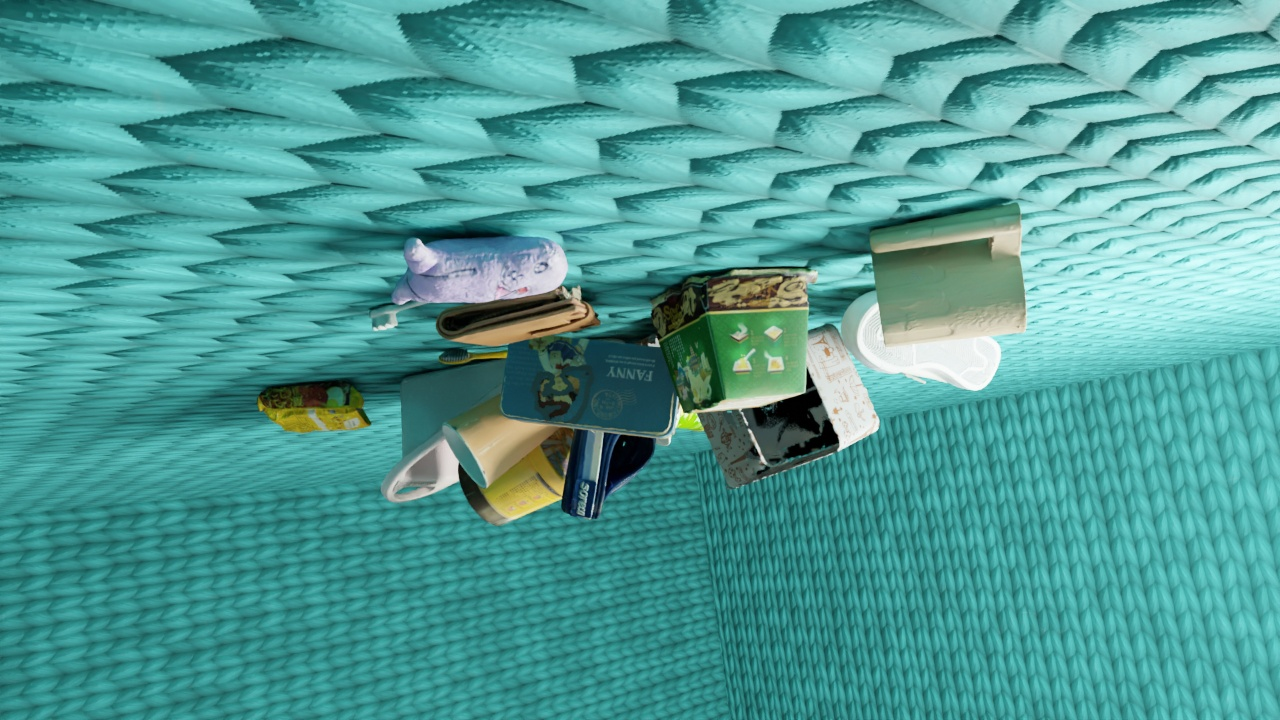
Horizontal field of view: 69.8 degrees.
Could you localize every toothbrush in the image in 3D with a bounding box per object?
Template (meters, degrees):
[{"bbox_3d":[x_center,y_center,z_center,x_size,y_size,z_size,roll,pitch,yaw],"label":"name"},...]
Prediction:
[{"bbox_3d":[-0.132,-0.047,0.668,0.180,0.016,0.016,-13,176,30],"label":"toothbrush"},{"bbox_3d":[-0.107,-0.011,0.931,0.191,0.016,0.018,-5,162,-14],"label":"toothbrush"}]

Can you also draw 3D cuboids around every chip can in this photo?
[{"bbox_3d":[0.056,0.070,1.398,0.073,0.072,0.221,-11,170,20],"label":"chip can"}]

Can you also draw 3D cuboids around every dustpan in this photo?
[{"bbox_3d":[-0.168,0.082,1.076,0.274,0.138,0.222,-9,170,14],"label":"dustpan"}]

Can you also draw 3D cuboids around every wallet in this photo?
[{"bbox_3d":[-0.091,-0.032,0.723,0.108,0.031,0.132,-10,178,4],"label":"wallet"}]

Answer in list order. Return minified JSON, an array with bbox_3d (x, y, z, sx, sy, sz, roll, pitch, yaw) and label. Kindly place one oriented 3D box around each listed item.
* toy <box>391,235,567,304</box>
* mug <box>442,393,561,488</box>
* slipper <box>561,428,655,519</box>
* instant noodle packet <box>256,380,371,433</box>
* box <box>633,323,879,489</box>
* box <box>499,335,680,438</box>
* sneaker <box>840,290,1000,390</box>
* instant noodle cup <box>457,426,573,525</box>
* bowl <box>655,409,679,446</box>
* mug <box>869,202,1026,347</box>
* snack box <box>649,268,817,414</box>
[{"bbox_3d":[-0.096,-0.057,0.563,0.108,0.039,0.084,-3,164,-19],"label":"toy"},{"bbox_3d":[-0.131,0.066,0.944,0.122,0.078,0.078,-33,-178,-24],"label":"mug"},{"bbox_3d":[-0.029,0.082,0.997,0.095,0.105,0.252,14,-155,-1],"label":"slipper"},{"bbox_3d":[-0.366,0.055,1.042,0.110,0.044,0.129,1,166,-11],"label":"instant noodle packet"},{"bbox_3d":[0.111,0.049,0.964,0.226,0.156,0.181,2,160,-41],"label":"box"},{"bbox_3d":[-0.039,0.026,0.876,0.184,0.089,0.059,4,172,10],"label":"box"},{"bbox_3d":[0.274,-0.028,0.953,0.242,0.089,0.091,15,-171,-40],"label":"sneaker"},{"bbox_3d":[-0.134,0.122,1.044,0.115,0.118,0.118,-31,165,15],"label":"instant noodle cup"},{"bbox_3d":[0.014,0.049,1.209,0.064,0.118,0.118,-45,-176,-19],"label":"bowl"},{"bbox_3d":[0.231,-0.065,0.694,0.104,0.084,0.125,-8,147,16],"label":"mug"},{"bbox_3d":[0.082,-0.012,0.783,0.117,0.105,0.118,-4,172,-24],"label":"snack box"}]
